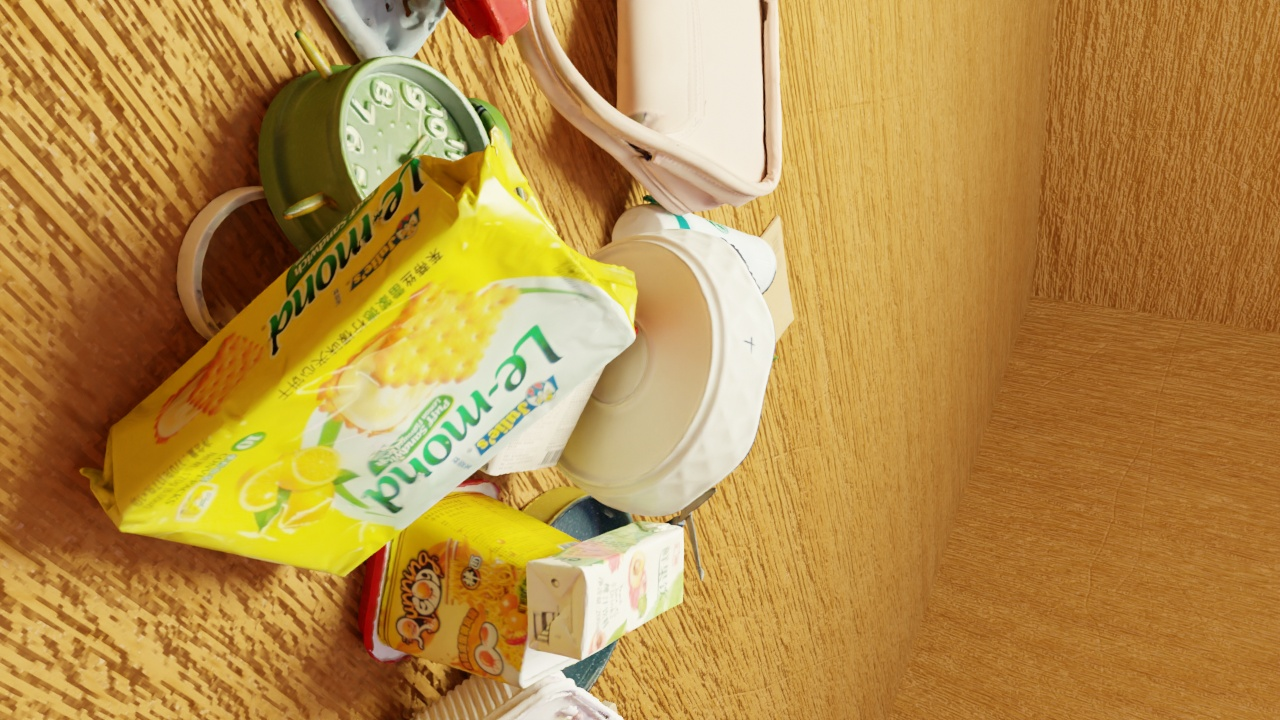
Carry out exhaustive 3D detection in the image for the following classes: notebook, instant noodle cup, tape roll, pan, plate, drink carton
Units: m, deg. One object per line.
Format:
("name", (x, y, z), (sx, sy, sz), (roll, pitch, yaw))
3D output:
("notebook", (0.121, -0.044, 1.028), (0.210, 0.012, 0.150), (-52, 142, -38))
("instant noodle cup", (-0.099, 0.147, 0.594), (0.116, 0.124, 0.116), (2, 100, -61))
("tape roll", (-0.191, -0.044, 0.464), (0.085, 0.014, 0.086), (-33, 130, -52))
("pan", (-0.020, 0.140, 0.780), (0.356, 0.078, 0.198), (-63, 149, -24))
("instant noodle cup", (-0.081, 0.000, 0.590), (0.116, 0.116, 0.124), (1, 112, -60))
("plate", (-0.004, 0.004, 0.636), (0.045, 0.205, 0.205), (13, 90, -46))
("drink carton", (-0.019, 0.134, 0.552), (0.122, 0.046, 0.053), (-5, 95, -61))
("instant noodle cup", (-0.108, 0.271, 0.636), (0.173, 0.060, 0.138), (-34, 141, -4))

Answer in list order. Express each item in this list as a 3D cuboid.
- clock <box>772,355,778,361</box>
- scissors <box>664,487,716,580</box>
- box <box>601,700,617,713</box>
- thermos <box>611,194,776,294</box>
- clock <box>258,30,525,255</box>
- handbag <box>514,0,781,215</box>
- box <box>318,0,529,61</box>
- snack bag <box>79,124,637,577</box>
("clock", (0.019, -0.001, 0.729), (0.117, 0.158, 0.059), (-57, -171, 23))
("scissors", (0.040, 0.141, 0.873), (0.173, 0.012, 0.163), (-100, -157, -43))
("box", (-0.086, 0.366, 0.774), (0.167, 0.077, 0.091), (-47, 139, -52))
("thermos", (0.052, -0.098, 0.823), (0.223, 0.073, 0.073), (3, 99, -61))
("clock", (-0.119, -0.096, 0.486), (0.161, 0.056, 0.116), (14, 73, -52))
("handbag", (0.004, -0.218, 0.655), (0.233, 0.094, 0.193), (7, 78, -49))
("box", (-0.141, -0.229, 0.433), (0.098, 0.095, 0.201), (-36, 142, -7))
("snack bag", (-0.125, 0.007, 0.447), (0.246, 0.068, 0.158), (-39, 150, 6))
